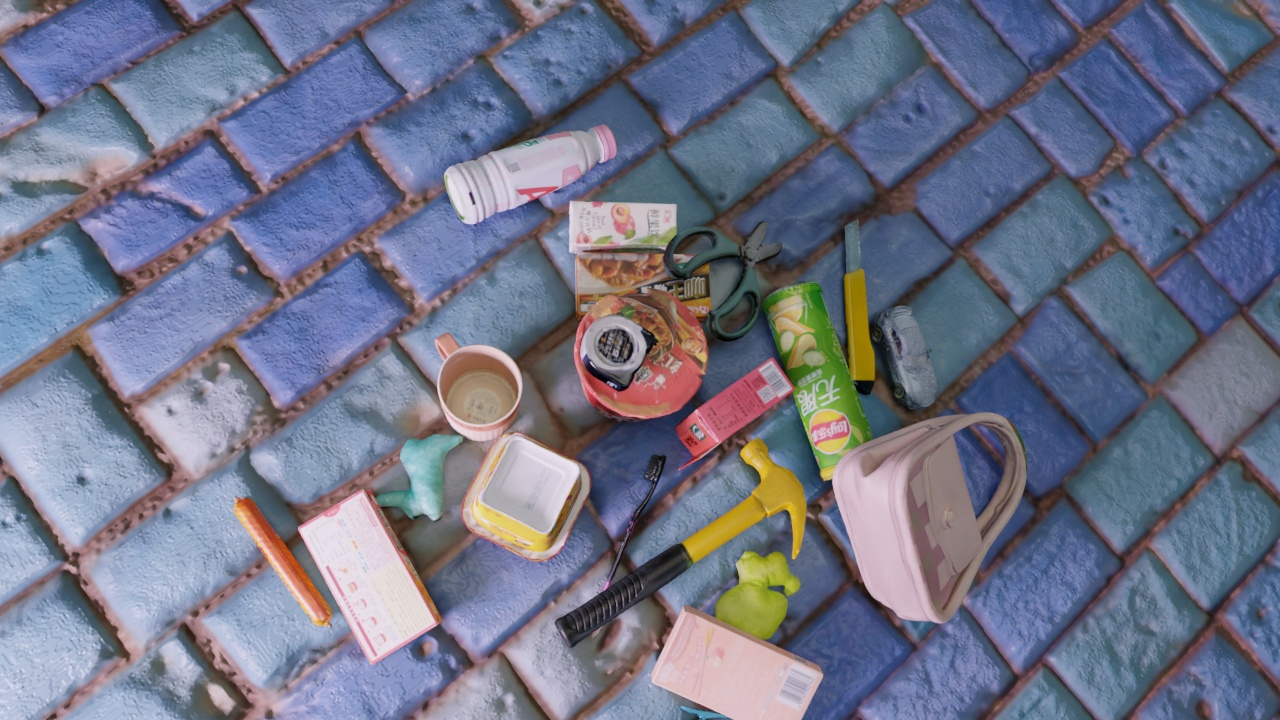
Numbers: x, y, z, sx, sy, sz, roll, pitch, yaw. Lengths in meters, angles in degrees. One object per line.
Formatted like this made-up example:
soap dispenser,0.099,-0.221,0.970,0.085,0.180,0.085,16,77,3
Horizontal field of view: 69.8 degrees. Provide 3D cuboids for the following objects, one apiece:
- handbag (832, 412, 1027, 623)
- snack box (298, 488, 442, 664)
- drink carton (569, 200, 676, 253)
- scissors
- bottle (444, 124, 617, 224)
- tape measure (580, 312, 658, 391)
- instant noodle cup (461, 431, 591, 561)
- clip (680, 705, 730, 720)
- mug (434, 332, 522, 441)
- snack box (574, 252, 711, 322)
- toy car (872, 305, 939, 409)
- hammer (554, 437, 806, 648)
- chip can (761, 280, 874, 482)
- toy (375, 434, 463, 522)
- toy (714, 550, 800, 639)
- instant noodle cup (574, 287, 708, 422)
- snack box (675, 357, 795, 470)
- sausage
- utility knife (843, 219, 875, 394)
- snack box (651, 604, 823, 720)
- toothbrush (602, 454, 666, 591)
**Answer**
handbag,0.329,0.146,0.980,0.233,0.093,0.193,-28,111,-26
snack box,-0.271,0.215,0.920,0.077,0.027,0.155,-31,82,-4
drink carton,-0.021,-0.151,1.049,0.122,0.045,0.053,0,81,-8
scissors,0.093,-0.115,1.048,0.171,0.019,0.176,36,65,-16
bottle,-0.120,-0.218,1.042,0.196,0.068,0.068,-24,80,-17
tape measure,-0.026,-0.011,0.904,0.066,0.034,0.065,34,72,-1
instant noodle cup,-0.112,0.132,0.921,0.116,0.124,0.116,27,73,-2
clip,0.066,0.370,0.944,0.057,0.014,0.047,8,73,-5
mug,-0.174,0.025,0.949,0.081,0.106,0.114,-36,83,-16
snack box,0.003,-0.083,1.045,0.153,0.026,0.075,0,76,-9
toy car,0.310,-0.004,1.061,0.054,0.037,0.120,-12,81,-29
hammer,0.046,0.204,0.959,0.300,0.033,0.128,-30,66,-15
chip can,0.200,0.020,1.025,0.072,0.073,0.221,-15,78,-12
toy,-0.231,0.124,0.956,0.096,0.030,0.091,-6,75,1
toy,0.125,0.253,0.975,0.096,0.031,0.100,3,74,-9
instant noodle cup,-0.006,0.006,0.978,0.138,0.109,0.137,2,75,-8
snack box,0.089,0.058,0.976,0.127,0.113,0.044,-34,84,-15
sausage,-0.358,0.201,0.920,0.021,0.021,0.165,-37,83,-16
utility knife,0.256,-0.065,1.084,0.033,0.015,0.216,3,77,-14
snack box,0.099,0.322,0.941,0.157,0.026,0.084,25,94,-1
toothbrush,-0.015,0.185,0.981,0.018,0.014,0.189,21,74,14
